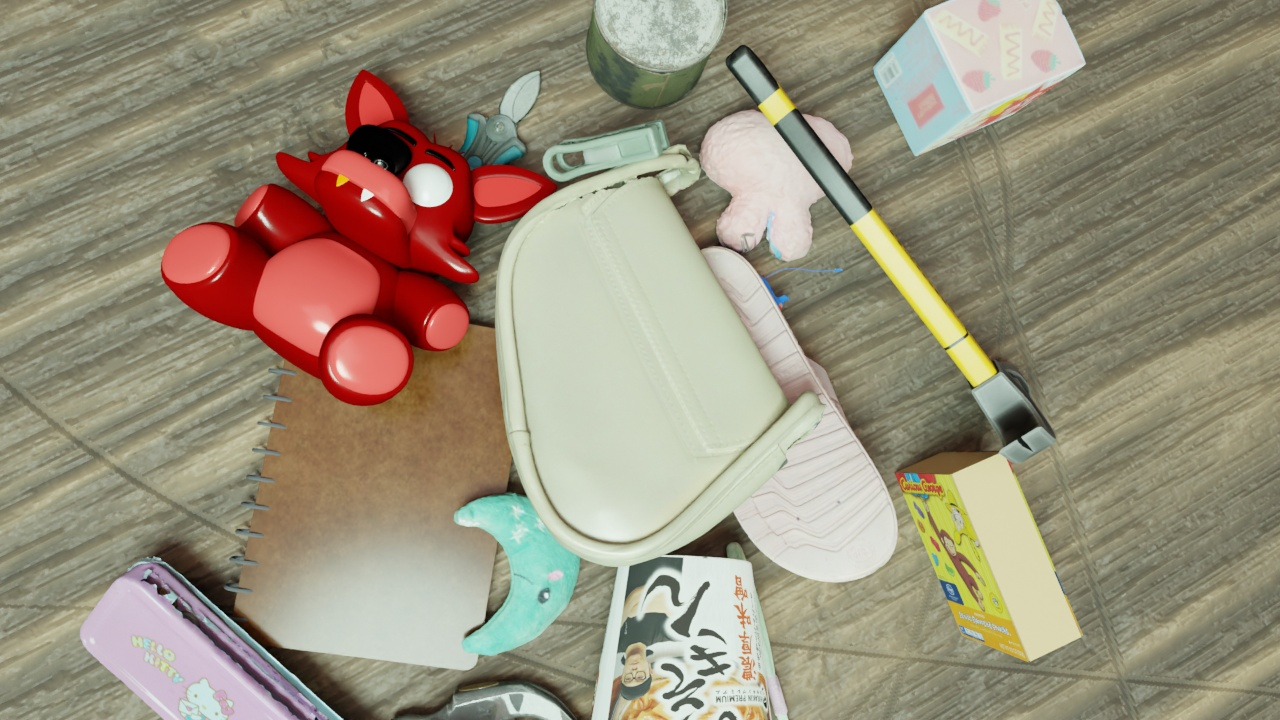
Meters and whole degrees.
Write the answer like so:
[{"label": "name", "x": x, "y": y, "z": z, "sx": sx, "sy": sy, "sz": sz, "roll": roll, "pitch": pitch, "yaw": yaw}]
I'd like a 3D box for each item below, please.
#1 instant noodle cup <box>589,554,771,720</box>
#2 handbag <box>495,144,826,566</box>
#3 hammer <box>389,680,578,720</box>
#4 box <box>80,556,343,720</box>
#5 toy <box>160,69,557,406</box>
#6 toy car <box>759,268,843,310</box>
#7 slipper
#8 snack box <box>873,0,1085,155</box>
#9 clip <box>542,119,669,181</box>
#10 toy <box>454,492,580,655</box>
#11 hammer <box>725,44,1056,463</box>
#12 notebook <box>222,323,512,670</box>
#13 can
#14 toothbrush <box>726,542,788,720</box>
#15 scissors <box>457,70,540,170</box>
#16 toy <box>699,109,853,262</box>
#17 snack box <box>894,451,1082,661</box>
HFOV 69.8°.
[{"label": "instant noodle cup", "x": 0.027, "y": 0.189, "z": 0.583, "sx": 0.123, "sy": 0.124, "sz": 0.121, "roll": 4, "pitch": 74, "yaw": -7}, {"label": "handbag", "x": -0.003, "y": 0.003, "z": 0.580, "sx": 0.184, "sy": 0.132, "sz": 0.229, "roll": -24, "pitch": 77, "yaw": -6}, {"label": "hammer", "x": -0.057, "y": 0.369, "z": 0.593, "sx": 0.119, "sy": 0.031, "sz": 0.331, "roll": -17, "pitch": 86, "yaw": -8}, {"label": "box", "x": -0.248, "y": 0.213, "z": 0.569, "sx": 0.214, "sy": 0.033, "sz": 0.076, "roll": 43, "pitch": 111, "yaw": -1}, {"label": "toy", "x": -0.166, "y": -0.078, "z": 0.563, "sx": 0.158, "sy": 0.121, "sz": 0.196, "roll": 30, "pitch": 69, "yaw": 4}, {"label": "toy car", "x": 0.088, "y": -0.065, "z": 0.649, "sx": 0.092, "sy": 0.033, "sz": 0.062, "roll": 35, "pitch": 88, "yaw": -2}, {"label": "slipper", "x": 0.087, "y": 0.037, "z": 0.620, "sx": 0.094, "sy": 0.064, "sz": 0.239, "roll": -29, "pitch": 82, "yaw": 12}, {"label": "snack box", "x": 0.238, "y": -0.210, "z": 0.655, "sx": 0.094, "sy": 0.093, "sz": 0.079, "roll": -25, "pitch": 88, "yaw": -9}, {"label": "clip", "x": -0.022, "y": -0.127, "z": 0.554, "sx": 0.076, "sy": 0.044, "sz": 0.023, "roll": -7, "pitch": 111, "yaw": 23}, {"label": "toy", "x": -0.079, "y": 0.138, "z": 0.601, "sx": 0.085, "sy": 0.033, "sz": 0.105, "roll": -4, "pitch": 94, "yaw": -30}, {"label": "hammer", "x": 0.160, "y": -0.069, "z": 0.589, "sx": 0.034, "sy": 0.169, "sz": 0.324, "roll": -37, "pitch": 93, "yaw": 20}, {"label": "notebook", "x": -0.173, "y": 0.080, "z": 0.610, "sx": 0.167, "sy": 0.024, "sz": 0.225, "roll": 10, "pitch": 83, "yaw": -7}, {"label": "can", "x": 0.009, "y": -0.230, "z": 0.639, "sx": 0.090, "sy": 0.075, "sz": 0.090, "roll": 1, "pitch": 86, "yaw": -7}, {"label": "toothbrush", "x": 0.085, "y": 0.201, "z": 0.634, "sx": 0.022, "sy": 0.015, "sz": 0.154, "roll": -15, "pitch": 86, "yaw": -10}, {"label": "scissors", "x": -0.107, "y": -0.138, "z": 0.644, "sx": 0.136, "sy": 0.019, "sz": 0.138, "roll": -19, "pitch": 86, "yaw": -10}, {"label": "toy", "x": 0.093, "y": -0.125, "z": 0.652, "sx": 0.108, "sy": 0.053, "sz": 0.105, "roll": 7, "pitch": 94, "yaw": -9}, {"label": "snack box", "x": 0.232, "y": 0.128, "z": 0.622, "sx": 0.040, "sy": 0.088, "sz": 0.126, "roll": -22, "pitch": 87, "yaw": -9}]
